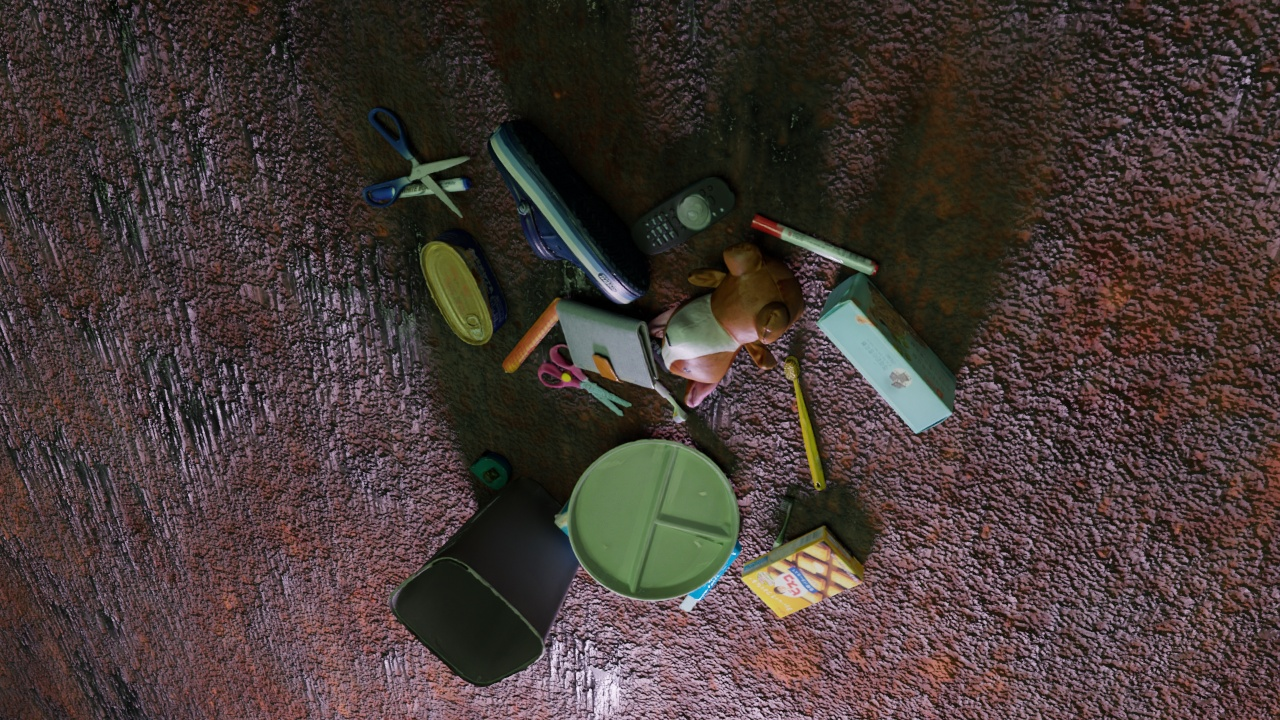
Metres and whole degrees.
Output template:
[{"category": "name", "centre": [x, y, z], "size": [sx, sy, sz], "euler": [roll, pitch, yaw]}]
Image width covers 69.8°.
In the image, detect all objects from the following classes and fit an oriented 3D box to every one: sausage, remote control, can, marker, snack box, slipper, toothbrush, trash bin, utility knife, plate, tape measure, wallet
[{"category": "sausage", "centre": [-0.139, -0.032, 1.202], "size": [0.021, 0.021, 0.166], "euler": [41, 127, -4]}, {"category": "remote control", "centre": [0.048, -0.164, 1.036], "size": [0.137, 0.024, 0.053], "euler": [-26, 105, 32]}, {"category": "can", "centre": [-0.226, -0.095, 1.184], "size": [0.075, 0.049, 0.148], "euler": [-10, 115, 29]}, {"category": "marker", "centre": [-0.277, -0.215, 1.152], "size": [0.146, 0.016, 0.017], "euler": [-1, 119, 24]}, {"category": "snack box", "centre": [0.215, 0.283, 1.225], "size": [0.141, 0.033, 0.087], "euler": [-33, 108, 33]}, {"category": "marker", "centre": [0.190, -0.126, 1.001], "size": [0.145, 0.017, 0.017], "euler": [24, 126, 9]}, {"category": "slipper", "centre": [-0.093, -0.157, 1.051], "size": [0.095, 0.104, 0.253], "euler": [-35, 100, 28]}, {"category": "toothbrush", "centre": [0.181, 0.254, 1.244], "size": [0.017, 0.012, 0.186], "euler": [22, 126, 18]}, {"category": "trash bin", "centre": [-0.202, 0.305, 1.316], "size": [0.198, 0.219, 0.200], "euler": [46, 127, -9]}, {"category": "utility knife", "centre": [0.095, 0.309, 1.312], "size": [0.034, 0.018, 0.186], "euler": [40, 130, 16]}, {"category": "toothbrush", "centre": [-0.007, 0.007, 1.170], "size": [0.020, 0.029, 0.189], "euler": [-43, 98, -6]}, {"category": "plate", "centre": [0.017, 0.212, 1.226], "size": [0.230, 0.027, 0.230], "euler": [0, 102, 0]}, {"category": "snack box", "centre": [0.271, -0.009, 1.002], "size": [0.175, 0.074, 0.052], "euler": [46, 126, -8]}, {"category": "tape measure", "centre": [-0.219, 0.163, 1.356], "size": [0.058, 0.025, 0.055], "euler": [43, 128, -7]}, {"category": "toothbrush", "centre": [0.202, 0.081, 1.124], "size": [0.016, 0.016, 0.190], "euler": [-4, 118, 27]}, {"category": "wallet", "centre": [-0.043, -0.017, 1.132], "size": [0.130, 0.036, 0.107], "euler": [17, 137, 34]}, {"category": "marker", "centre": [0.002, -0.042, 1.134], "size": [0.020, 0.022, 0.132], "euler": [-29, 106, 27]}]

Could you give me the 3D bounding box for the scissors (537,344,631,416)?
[{"category": "scissors", "centre": [-0.067, 0.025, 1.212], "size": [0.137, 0.017, 0.077], "euler": [25, 118, 3]}]

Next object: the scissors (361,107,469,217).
[{"category": "scissors", "centre": [-0.285, -0.235, 1.131], "size": [0.163, 0.012, 0.176], "euler": [-33, 95, 29]}]

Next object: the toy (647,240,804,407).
[{"category": "toy", "centre": [0.088, -0.038, 1.040], "size": [0.200, 0.130, 0.140], "euler": [-36, 69, 46]}]

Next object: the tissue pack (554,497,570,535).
[{"category": "tissue pack", "centre": [-0.051, 0.220, 1.292], "size": [0.090, 0.063, 0.140], "euler": [45, 127, -9]}]
